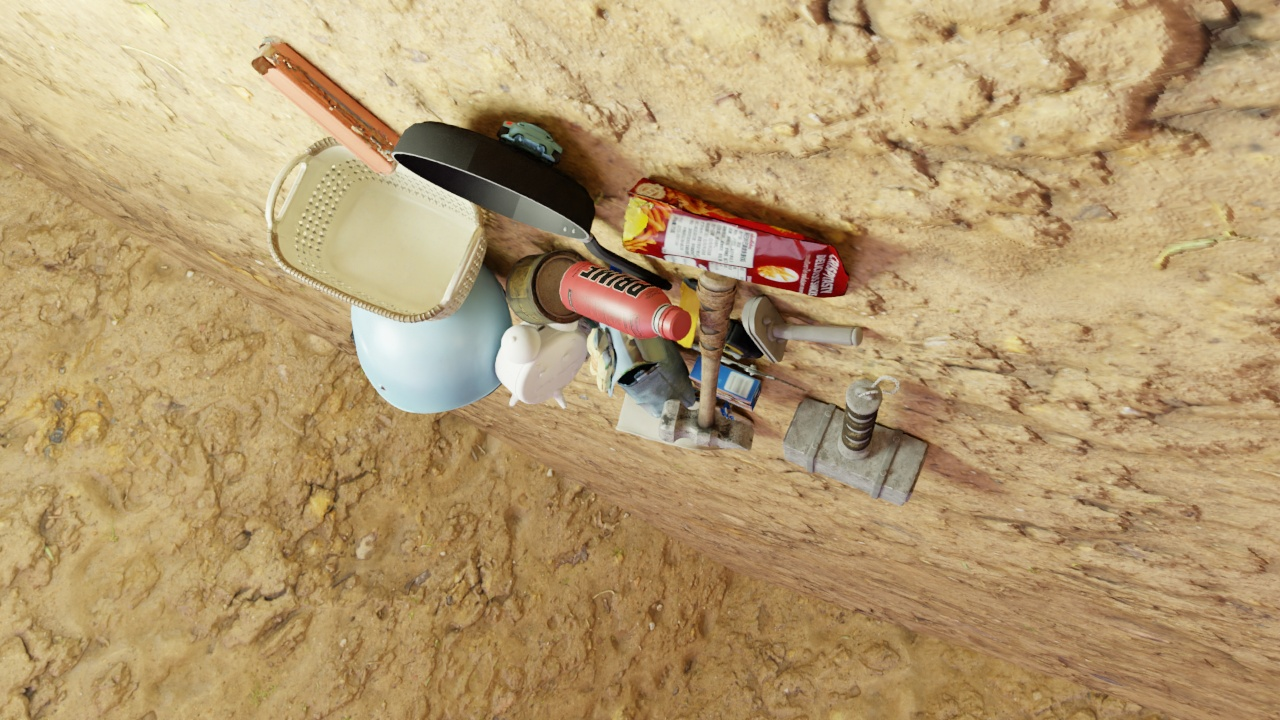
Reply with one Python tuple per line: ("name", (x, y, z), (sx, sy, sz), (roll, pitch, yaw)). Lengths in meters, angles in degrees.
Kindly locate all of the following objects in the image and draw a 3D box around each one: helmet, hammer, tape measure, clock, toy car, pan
("helmet", (-0.287, -0.070, 1.263), (0.265, 0.225, 0.167), (60, 158, 31))
("hammer", (0.262, 0.080, 1.108), (0.177, 0.079, 0.326), (21, 165, 17))
("tape measure", (0.111, -0.023, 1.094), (0.061, 0.034, 0.062), (31, 168, -28))
("clock", (-0.127, -0.001, 1.238), (0.073, 0.125, 0.161), (41, 153, 24))
("hammer", (0.084, 0.007, 1.076), (0.121, 0.048, 0.319), (10, 144, 8))
("toy car", (-0.103, -0.202, 0.856), (0.060, 0.027, 0.108), (24, 178, -12))
("pan", (-0.087, -0.152, 0.948), (0.355, 0.044, 0.204), (23, 178, -41))

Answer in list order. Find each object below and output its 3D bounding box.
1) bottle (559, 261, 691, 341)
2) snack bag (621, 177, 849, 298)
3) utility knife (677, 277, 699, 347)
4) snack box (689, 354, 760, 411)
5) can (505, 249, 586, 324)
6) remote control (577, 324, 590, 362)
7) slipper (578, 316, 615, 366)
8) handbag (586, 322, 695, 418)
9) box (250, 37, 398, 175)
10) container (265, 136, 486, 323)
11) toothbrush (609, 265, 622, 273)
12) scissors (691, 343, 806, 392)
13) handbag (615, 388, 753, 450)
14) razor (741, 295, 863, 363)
("bottle", (-0.015, -0.063, 1.039), (0.177, 0.062, 0.062), (24, 168, 42))
("snack bag", (0.088, -0.097, 0.836), (0.208, 0.066, 0.139), (21, 170, 12))
("utility knife", (0.055, -0.054, 1.082), (0.030, 0.017, 0.151), (36, 154, 14))
("snack box", (0.116, 0.033, 1.229), (0.087, 0.034, 0.151), (24, 176, 10))
("can", (-0.110, -0.089, 1.133), (0.090, 0.089, 0.075), (34, 164, -28))
("remote control", (-0.115, -0.050, 1.351), (0.011, 0.050, 0.135), (10, 158, 47))
("slipper", (-0.072, -0.040, 1.314), (0.268, 0.054, 0.098), (37, 164, -30))
("handbag", (-0.007, 0.007, 1.216), (0.119, 0.121, 0.192), (-25, 152, 9))
("box", (-0.333, -0.267, 0.985), (0.186, 0.056, 0.059), (39, -168, -37))
("container", (-0.304, -0.147, 1.105), (0.246, 0.184, 0.143), (24, 175, 5))
("toothbrush", (-0.035, -0.094, 1.145), (0.016, 0.018, 0.183), (25, 163, 0))
("scissors", (0.125, 0.006, 1.150), (0.175, 0.014, 0.141), (23, -179, 4))
("handbag", (0.081, 0.089, 1.469), (0.201, 0.093, 0.199), (11, 179, 44))
("razor", (0.176, -0.029, 0.966), (0.116, 0.047, 0.088), (6, 157, 34))
